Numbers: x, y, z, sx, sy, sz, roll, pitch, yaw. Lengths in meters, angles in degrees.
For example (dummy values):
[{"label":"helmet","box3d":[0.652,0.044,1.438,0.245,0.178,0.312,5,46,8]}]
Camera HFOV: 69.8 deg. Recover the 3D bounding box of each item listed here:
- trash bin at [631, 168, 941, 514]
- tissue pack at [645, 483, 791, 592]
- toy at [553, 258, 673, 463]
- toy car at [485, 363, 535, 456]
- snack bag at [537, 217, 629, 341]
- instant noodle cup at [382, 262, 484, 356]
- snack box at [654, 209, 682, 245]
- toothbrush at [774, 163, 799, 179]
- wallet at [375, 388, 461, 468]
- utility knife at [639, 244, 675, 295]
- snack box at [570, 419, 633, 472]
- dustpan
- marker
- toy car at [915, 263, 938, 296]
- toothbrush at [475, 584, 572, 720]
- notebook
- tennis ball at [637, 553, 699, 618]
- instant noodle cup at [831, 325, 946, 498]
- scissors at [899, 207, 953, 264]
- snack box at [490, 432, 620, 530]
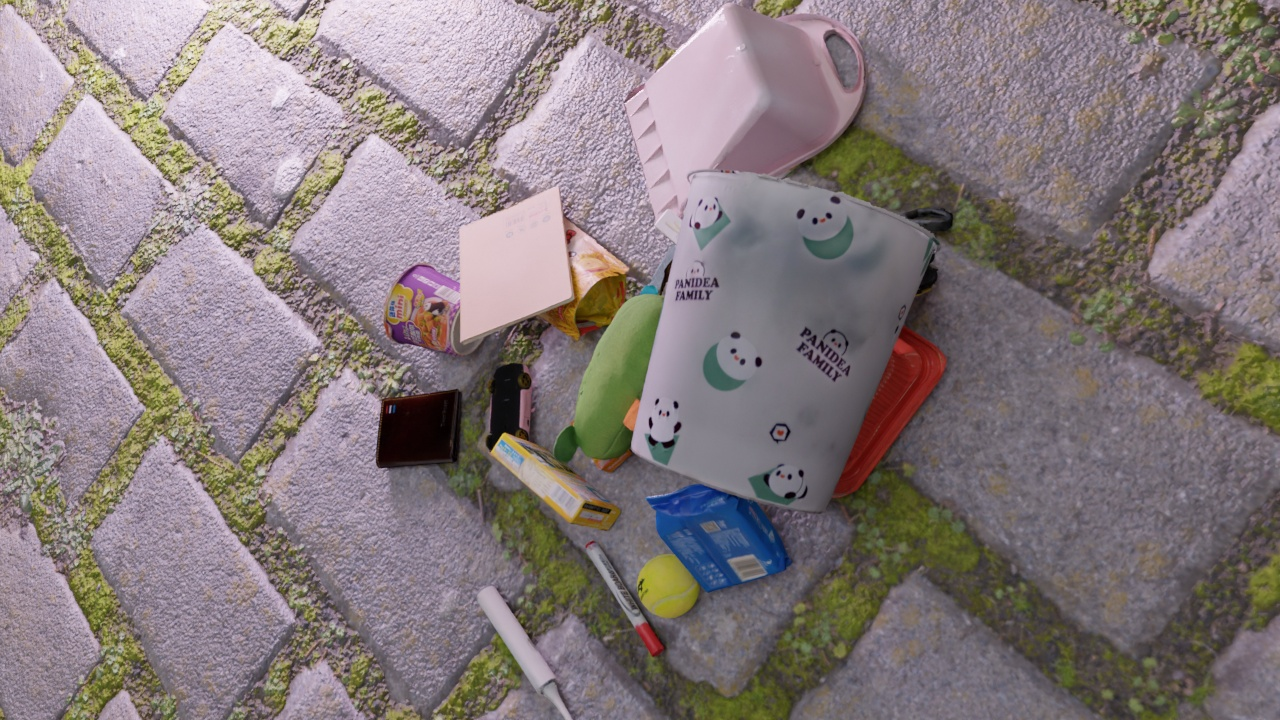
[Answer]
[{"label":"trash bin","box3d":[0.114,-0.014,0.816,0.230,0.229,0.252,19,93,30]},{"label":"tissue pack","box3d":[0.079,0.170,0.912,0.095,0.157,0.052,-20,36,23]},{"label":"toy","box3d":[-0.006,0.006,0.971,0.247,0.090,0.226,-61,13,21]},{"label":"toy car","box3d":[-0.158,0.062,1.121,0.056,0.037,0.122,-11,68,30]},{"label":"snack bag","box3d":[-0.107,-0.113,1.140,0.208,0.073,0.128,38,95,38]},{"label":"instant noodle cup","box3d":[-0.254,-0.058,1.173,0.099,0.111,0.111,21,85,21]},{"label":"snack box","box3d":[0.088,-0.099,0.996,0.157,0.084,0.027,43,97,28]},{"label":"toothbrush","box3d":[0.122,-0.181,1.063,0.191,0.018,0.016,-40,63,9]},{"label":"wallet","box3d":[-0.288,0.090,1.193,0.122,0.020,0.096,-7,72,23]},{"label":"utility knife","box3d":[-0.008,-0.047,1.090,0.029,0.013,0.205,29,90,30]},{"label":"snack box","box3d":[-0.004,0.052,1.052,0.154,0.026,0.075,-43,60,10]},{"label":"dustpan","box3d":[0.124,-0.291,1.089,0.274,0.138,0.222,-39,54,44]},{"label":"marker","box3d":[-0.019,0.259,1.005,0.017,0.017,0.145,-42,61,10]},{"label":"toy car","box3d":[0.229,-0.094,0.950,0.156,0.071,0.041,23,130,33]},{"label":"toothbrush","box3d":[-0.119,0.342,1.026,0.026,0.026,0.221,-45,60,3]},{"label":"notebook","box3d":[-0.157,-0.121,1.125,0.148,0.008,0.207,-21,48,12]},{"label":"tennis ball","box3d":[0.029,0.235,0.958,0.066,0.065,0.065,-8,72,25]},{"label":"instant noodle cup","box3d":[0.190,0.025,0.930,0.164,0.079,0.189,38,99,34]},{"label":"scissors","box3d":[0.240,-0.138,0.956,0.159,0.014,0.174,-17,41,-8]},{"label":"snack box","box3d":[-0.096,0.138,1.039,0.140,0.087,0.034,37,93,30]}]
